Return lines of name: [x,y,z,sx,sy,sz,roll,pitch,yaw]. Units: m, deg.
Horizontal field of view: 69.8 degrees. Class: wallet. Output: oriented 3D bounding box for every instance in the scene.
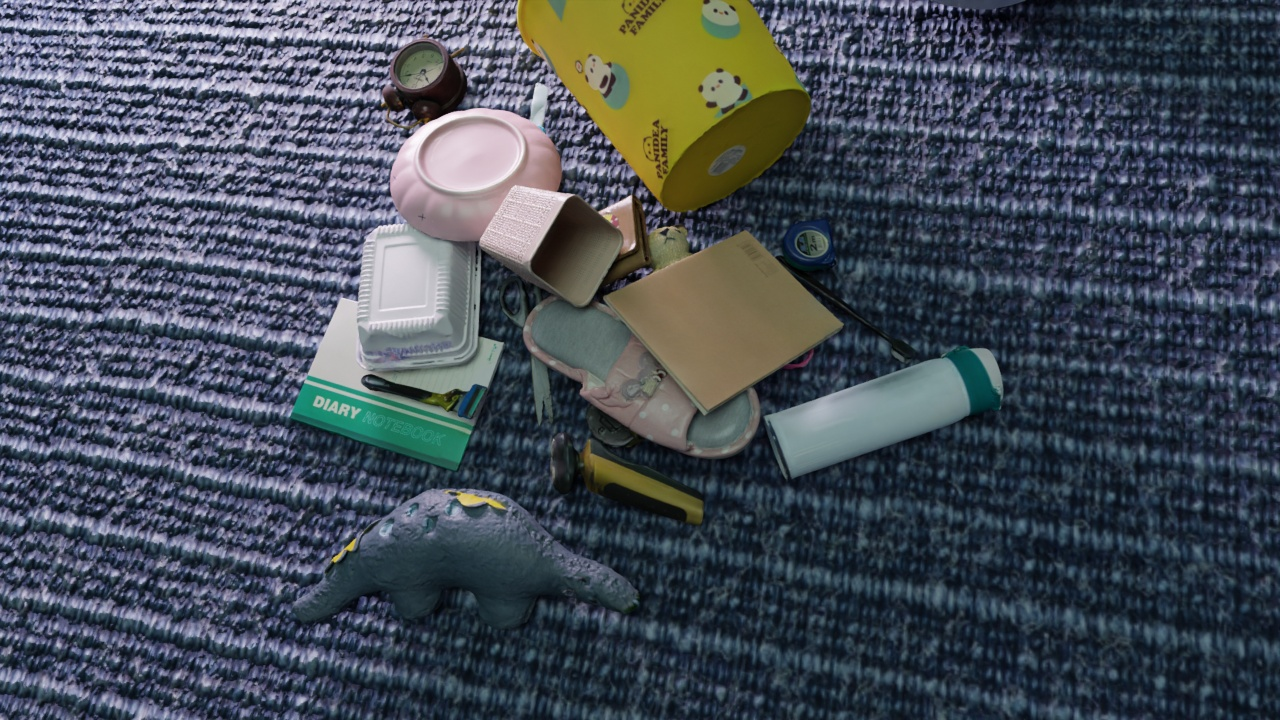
wallet: [-0.045,-0.117,0.980,0.115,0.033,0.090,-22,60,27]

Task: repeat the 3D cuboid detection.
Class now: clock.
clock: [-0.261,-0.328,1.100,0.082,0.055,0.121,25,79,17]

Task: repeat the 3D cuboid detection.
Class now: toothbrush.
toothbrush: [0.208,-0.055,0.947,0.015,0.018,0.181,-40,67,-20]

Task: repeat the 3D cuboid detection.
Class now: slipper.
slipper: [-0.005,0.005,0.898,0.274,0.054,0.114,30,74,25]

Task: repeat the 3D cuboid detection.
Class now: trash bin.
trash bin: [0.032,-0.312,0.963,0.229,0.230,0.255,-32,75,-2]

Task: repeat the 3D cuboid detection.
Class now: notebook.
notebook: [0.086,-0.047,0.901,0.210,0.012,0.149,-29,69,-37]
notebook: [-0.267,0.024,1.008,0.209,0.012,0.150,15,76,14]

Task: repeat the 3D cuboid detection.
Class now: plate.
plate: [-0.185,-0.217,1.015,0.192,0.039,0.192,-1,57,2]

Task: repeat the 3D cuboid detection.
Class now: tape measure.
tape measure: [0.177,-0.121,0.966,0.054,0.025,0.058,-4,64,-1]

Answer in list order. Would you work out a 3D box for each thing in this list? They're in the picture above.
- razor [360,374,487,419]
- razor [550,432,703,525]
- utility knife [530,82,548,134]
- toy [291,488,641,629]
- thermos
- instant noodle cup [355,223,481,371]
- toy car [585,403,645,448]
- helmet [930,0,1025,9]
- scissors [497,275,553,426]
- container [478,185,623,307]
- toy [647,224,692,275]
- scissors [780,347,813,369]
razor: [-0.235,0.036,0.980,0.143,0.022,0.042,10,51,15]
razor: [-0.015,0.124,0.908,0.167,0.062,0.067,20,45,10]
utility knife: [-0.128,-0.237,1.067,0.034,0.018,0.202,2,71,11]
toy: [-0.174,0.194,0.893,0.357,0.091,0.137,-2,84,12]
thermos: [0.234,0.047,0.882,0.224,0.073,0.073,-20,69,3]
instant noodle cup: [-0.248,-0.080,1.002,0.138,0.060,0.173,-5,66,5]
toy car: [0.013,0.027,0.937,0.158,0.042,0.070,-41,62,-10]
helmet: [0.362,-0.474,0.990,0.259,0.146,0.228,21,78,8]
scissors: [-0.105,-0.020,0.992,0.142,0.014,0.173,-44,70,-5]
container: [-0.096,-0.121,0.938,0.111,0.090,0.090,24,83,46]
toy: [0.049,-0.078,0.952,0.105,0.066,0.157,-25,59,-9]
scissors: [0.110,0.002,0.947,0.135,0.017,0.064,-28,69,4]
